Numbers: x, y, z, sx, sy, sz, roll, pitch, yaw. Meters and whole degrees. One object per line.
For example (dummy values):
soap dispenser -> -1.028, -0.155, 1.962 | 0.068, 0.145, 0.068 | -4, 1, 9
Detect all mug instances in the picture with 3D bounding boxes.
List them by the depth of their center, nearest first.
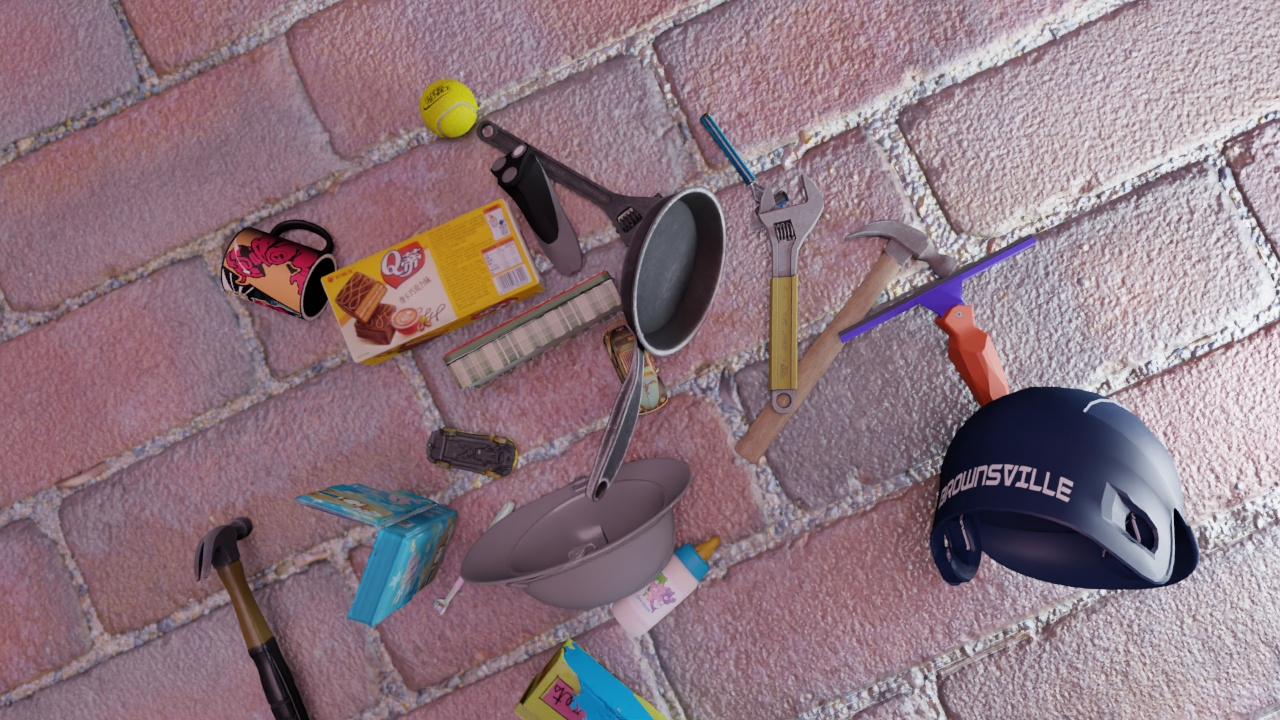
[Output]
mug -> -0.410, -0.114, 1.067 | 0.098, 0.082, 0.117 | 19, 60, 3

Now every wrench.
wrench -> 0.167, -0.076, 1.042 | 0.083, 0.018, 0.273 | 0, 88, 1
wrench -> -0.075, -0.210, 1.080 | 0.273, 0.018, 0.073 | 31, 98, 5

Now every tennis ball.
tennis ball -> -0.223, -0.293, 1.068 | 0.065, 0.065, 0.065 | 0, 87, 2

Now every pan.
pan -> 0.007, -0.021, 0.981 | 0.055, 0.187, 0.356 | 19, 77, 30

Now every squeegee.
squeegee -> 0.375, -0.005, 1.034 | 0.249, 0.055, 0.185 | -27, 97, -2

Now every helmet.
helmet -> 0.440, 0.147, 0.949 | 0.272, 0.233, 0.222 | 49, 53, -19
helmet -> -0.050, 0.215, 1.000 | 0.271, 0.183, 0.118 | -24, 108, 5

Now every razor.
razor -> -0.114, -0.171, 1.064 | 0.057, 0.060, 0.156 | -27, 107, 21
razor -> 0.115, -0.231, 1.074 | 0.042, 0.022, 0.144 | -35, 81, -3

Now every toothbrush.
toothbrush -> -0.192, 0.228, 1.066 | 0.022, 0.015, 0.154 | 33, 89, 45

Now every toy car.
toy car -> -0.007, 0.006, 1.052 | 0.047, 0.047, 0.112 | -23, 86, -3
toy car -> -0.196, 0.106, 1.064 | 0.107, 0.030, 0.049 | 11, 89, 1

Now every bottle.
bottle -> 0.034, 0.249, 1.037 | 0.146, 0.051, 0.051 | -42, 86, 0

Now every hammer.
hammer -> -0.416, 0.342, 1.031 | 0.025, 0.118, 0.333 | -22, 92, 3
hammer -> 0.219, -0.019, 1.060 | 0.119, 0.030, 0.331 | 37, 92, 4

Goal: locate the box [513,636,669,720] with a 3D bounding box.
box -> -0.026, 0.408, 0.998 | 0.221, 0.124, 0.081 | 37, 87, 2

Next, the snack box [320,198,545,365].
snack box -> -0.237, -0.089, 1.060 | 0.230, 0.061, 0.110 | -24, 87, 1

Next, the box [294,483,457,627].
box -> -0.283, 0.191, 0.964 | 0.121, 0.227, 0.098 | 22, 88, 2

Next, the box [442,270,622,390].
box -> -0.114, -0.034, 1.026 | 0.205, 0.117, 0.049 | -29, 88, 2
